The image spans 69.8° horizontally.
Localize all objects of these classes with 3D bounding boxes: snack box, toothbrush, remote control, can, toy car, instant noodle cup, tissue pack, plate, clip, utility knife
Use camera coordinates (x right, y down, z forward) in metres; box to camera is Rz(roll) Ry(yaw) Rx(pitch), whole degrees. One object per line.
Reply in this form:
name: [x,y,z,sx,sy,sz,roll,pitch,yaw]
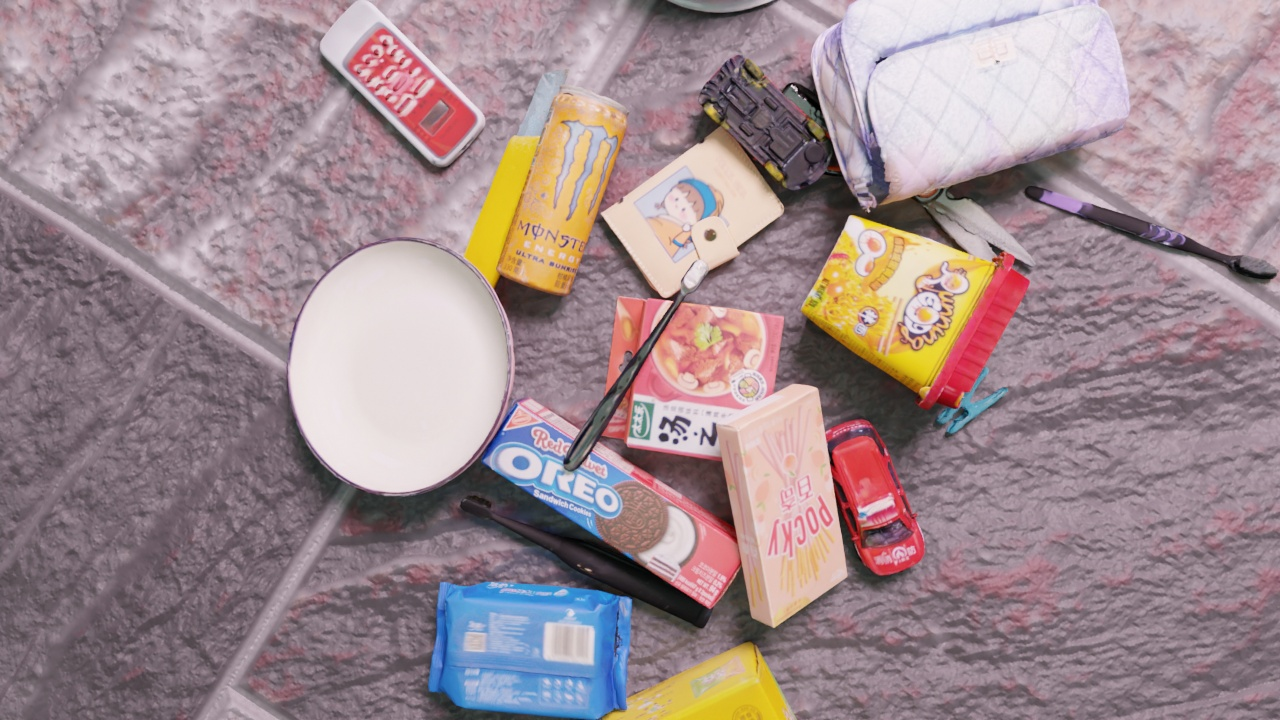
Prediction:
snack box: [0.036,0.014,0.690,0.127,0.044,0.113,8,95,4]
toothbrush: [-0.043,0.154,0.719,0.212,0.027,0.026,24,111,3]
remote control: [-0.182,-0.211,0.701,0.056,0.020,0.136,-45,91,7]
toothbrush: [0.373,-0.094,0.670,0.189,0.016,0.014,20,96,4]
snack box: [0.104,0.104,0.664,0.084,0.026,0.157,-23,109,-34]
can: [-0.058,-0.124,0.679,0.058,0.058,0.146,20,96,2]
toy car: [0.173,0.105,0.688,0.053,0.045,0.120,-24,95,7]
instant noodle cup: [0.187,-0.039,0.647,0.124,0.116,0.116,29,97,13]
tissue pack: [-0.085,0.222,0.714,0.157,0.052,0.095,4,93,4]
plate: [-0.176,0.005,0.693,0.193,0.039,0.192,-1,86,19]
toy car: [0.092,-0.169,0.662,0.106,0.031,0.049,43,106,-2]
snack box: [-0.019,0.104,0.697,0.207,0.058,0.057,33,93,1]
snack box: [0.032,0.338,0.705,0.210,0.070,0.157,-27,93,6]
clip: [0.248,0.032,0.691,0.056,0.014,0.040,-43,90,5]
toothbrush: [-0.004,0.004,0.658,0.015,0.018,0.181,33,93,0]
utility knife: [-0.100,-0.126,0.702,0.033,0.015,0.207,24,99,3]

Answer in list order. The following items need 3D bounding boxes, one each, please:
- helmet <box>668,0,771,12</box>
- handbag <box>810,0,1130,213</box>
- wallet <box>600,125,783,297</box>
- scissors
helmet: [0.041,-0.379,0.606,0.229,0.145,0.258,-19,93,6]
handbag: [0.222,-0.191,0.624,0.193,0.075,0.134,-18,94,-9]
wallet: [0.041,-0.109,0.692,0.115,0.024,0.087,-35,86,5]
scissors: [0.190,-0.131,0.683,0.163,0.021,0.234,-22,98,12]
